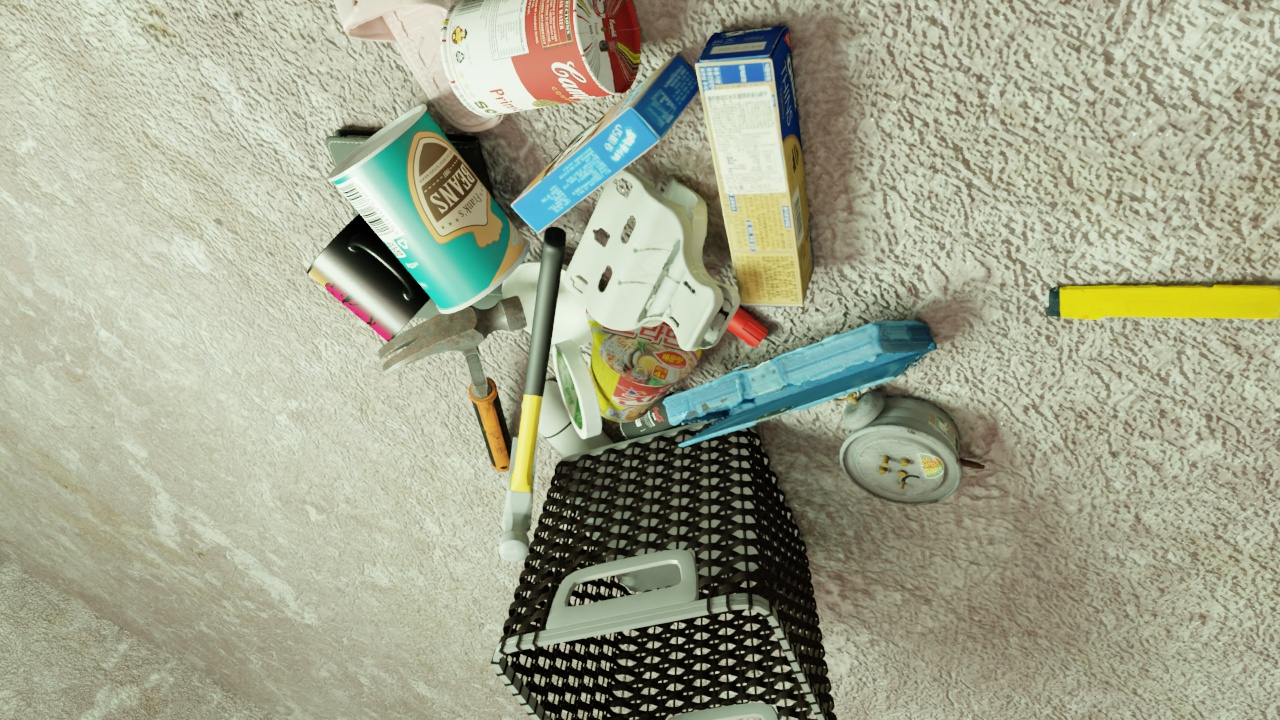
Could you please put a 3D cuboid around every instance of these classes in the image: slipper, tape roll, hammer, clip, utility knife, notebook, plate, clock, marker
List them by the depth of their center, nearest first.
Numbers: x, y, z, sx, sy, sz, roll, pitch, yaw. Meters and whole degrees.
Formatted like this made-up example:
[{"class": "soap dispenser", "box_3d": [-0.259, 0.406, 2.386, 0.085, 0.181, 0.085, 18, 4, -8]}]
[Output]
[{"class": "utility knife", "box_3d": [0.393, -0.038, 0.624, 0.218, 0.019, 0.030, 5, 139, 33]}, {"class": "slipper", "box_3d": [-0.182, -0.273, 0.694, 0.094, 0.064, 0.239, -7, 129, 35]}, {"class": "clip", "box_3d": [0.022, -0.075, 0.748, 0.152, 0.098, 0.127, 35, 124, 14]}, {"class": "marker", "box_3d": [0.048, -0.062, 0.801, 0.145, 0.021, 0.024, 36, 146, -6]}, {"class": "clock", "box_3d": [0.222, 0.073, 0.807, 0.148, 0.056, 0.104, 42, 138, -16]}, {"class": "hammer", "box_3d": [-0.100, 0.028, 0.861, 0.029, 0.127, 0.324, 7, 120, -8]}, {"class": "plate", "box_3d": [-0.078, -0.059, 0.870, 0.104, 0.026, 0.104, 13, 139, 12]}, {"class": "tape roll", "box_3d": [-0.060, 0.027, 0.872, 0.094, 0.018, 0.094, 163, 90, -75]}, {"class": "notebook", "box_3d": [-0.202, -0.122, 0.883, 0.170, 0.029, 0.209, 8, 131, 21]}, {"class": "hammer", "box_3d": [-0.175, 0.046, 0.964, 0.137, 0.035, 0.315, -17, 151, -10]}]

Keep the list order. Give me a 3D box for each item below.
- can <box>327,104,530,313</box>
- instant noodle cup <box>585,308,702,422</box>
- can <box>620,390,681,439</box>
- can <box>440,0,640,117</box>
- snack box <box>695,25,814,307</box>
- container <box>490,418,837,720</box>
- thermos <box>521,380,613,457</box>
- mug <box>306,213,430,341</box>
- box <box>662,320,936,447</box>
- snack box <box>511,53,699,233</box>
[{"class": "can", "box_3d": [-0.176, -0.126, 0.776, 0.099, 0.099, 0.144, -14, 124, 39]}, {"class": "instant noodle cup", "box_3d": [-0.005, 0.005, 0.851, 0.100, 0.100, 0.113, 28, 147, 3]}, {"class": "can", "box_3d": [0.016, 0.057, 0.929, 0.031, 0.031, 0.081, 45, 137, -17]}, {"class": "can", "box_3d": [-0.071, -0.226, 0.657, 0.117, 0.086, 0.087, 0, 131, 30]}, {"class": "snack box", "box_3d": [0.089, -0.137, 0.677, 0.056, 0.057, 0.207, 4, 132, 23]}, {"class": "container", "box_3d": [0.036, 0.231, 0.885, 0.248, 0.243, 0.246, -16, 124, 16]}, {"class": "thermos", "box_3d": [-0.044, 0.113, 1.004, 0.052, 0.052, 0.224, -20, 119, 42]}, {"class": "mug", "box_3d": [-0.241, -0.082, 0.852, 0.098, 0.081, 0.118, 43, 159, -14]}, {"class": "box", "box_3d": [0.131, 0.024, 0.784, 0.232, 0.093, 0.054, -23, 74, 42]}, {"class": "snack box", "box_3d": [-0.027, -0.162, 0.695, 0.034, 0.087, 0.152, 46, 137, -16]}]
